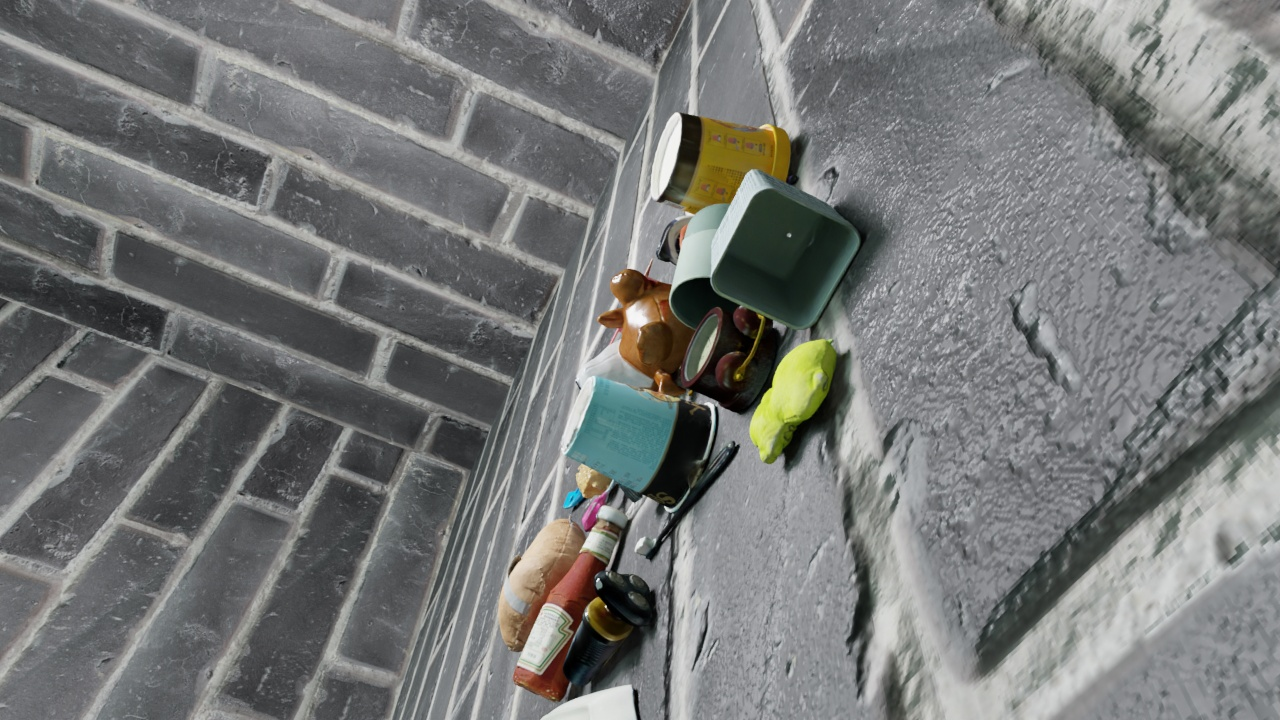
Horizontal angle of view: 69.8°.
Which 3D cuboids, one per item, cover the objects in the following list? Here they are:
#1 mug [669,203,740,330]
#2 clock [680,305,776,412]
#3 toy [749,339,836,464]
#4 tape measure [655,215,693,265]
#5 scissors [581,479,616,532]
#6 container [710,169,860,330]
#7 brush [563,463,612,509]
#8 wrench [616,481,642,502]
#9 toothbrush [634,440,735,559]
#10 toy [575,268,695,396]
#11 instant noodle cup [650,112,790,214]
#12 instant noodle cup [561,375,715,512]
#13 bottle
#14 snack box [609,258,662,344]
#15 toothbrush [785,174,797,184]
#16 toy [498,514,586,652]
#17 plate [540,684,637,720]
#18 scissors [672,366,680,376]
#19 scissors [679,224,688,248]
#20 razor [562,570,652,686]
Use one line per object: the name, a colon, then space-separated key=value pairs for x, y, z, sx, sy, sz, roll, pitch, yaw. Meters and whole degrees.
mug: x=0.079 y=-0.082 z=0.895 sx=0.112 sy=0.082 sz=0.106 roll=79 pitch=-161 yaw=-51
clock: x=0.079 y=-0.005 z=0.778 sx=0.082 sy=0.055 sz=0.122 roll=-71 pitch=13 yaw=-18
toy: x=0.107 y=0.025 z=0.651 sx=0.096 sy=0.031 sz=0.100 roll=-102 pitch=35 yaw=-74
tape measure: x=0.058 y=-0.144 z=1.122 sx=0.033 sy=0.065 sz=0.066 roll=-114 pitch=46 yaw=-78
scissors: x=-0.041 y=0.158 z=1.059 sx=0.133 sy=0.017 sz=0.135 roll=-51 pitch=-13 yaw=-54
container: x=0.108 y=-0.095 z=0.733 sx=0.111 sy=0.090 sz=0.090 roll=-88 pitch=23 yaw=-67
brush: x=-0.070 y=0.162 z=1.220 sx=0.255 sy=0.046 sz=0.083 roll=126 pitch=165 yaw=-65
wrench: x=-0.036 y=0.088 z=1.022 sx=0.016 sy=0.056 sz=0.273 roll=-36 pitch=17 yaw=1
toothbrush: x=0.039 y=0.126 z=0.819 sx=0.182 sy=0.018 sz=0.015 roll=-57 pitch=12 yaw=40
toy: x=-0.006 y=0.006 z=1.007 sx=0.200 sy=0.130 sz=0.140 roll=106 pitch=153 yaw=-49
instant noodle cup: x=0.079 y=-0.197 z=0.955 sx=0.118 sy=0.114 sz=0.118 roll=-170 pitch=91 yaw=-75
instant noodle cup: x=-0.006 y=0.071 z=0.862 sx=0.111 sy=0.120 sz=0.111 roll=-159 pitch=91 yaw=-79
bottle: x=-0.068 y=0.252 z=0.969 sx=0.205 sy=0.060 sz=0.060 roll=-65 pitch=9 yaw=-22
snack box: x=0.003 y=-0.056 z=1.204 sx=0.127 sy=0.044 sz=0.113 roll=-63 pitch=-1 yaw=-8
toothbrush: x=0.135 y=-0.187 z=0.992 sx=0.189 sy=0.016 sz=0.014 roll=-156 pitch=79 yaw=-76
toy: x=-0.107 y=0.252 z=1.091 sx=0.143 sy=0.082 sz=0.226 roll=-60 pitch=-3 yaw=7
plate: x=-0.068 y=0.366 z=0.802 sx=0.266 sy=0.034 sz=0.161 roll=132 pitch=158 yaw=-60
scissors: x=0.016 y=0.003 z=1.148 sx=0.228 sy=0.021 sz=0.221 roll=-167 pitch=100 yaw=-78
scissors: x=0.076 y=-0.139 z=1.021 sx=0.015 sy=0.198 sz=0.204 roll=-16 pitch=67 yaw=23
razor: x=-0.035 y=0.253 z=0.850 sx=0.067 sy=0.062 sz=0.168 roll=-36 pitch=-21 yaw=-44
